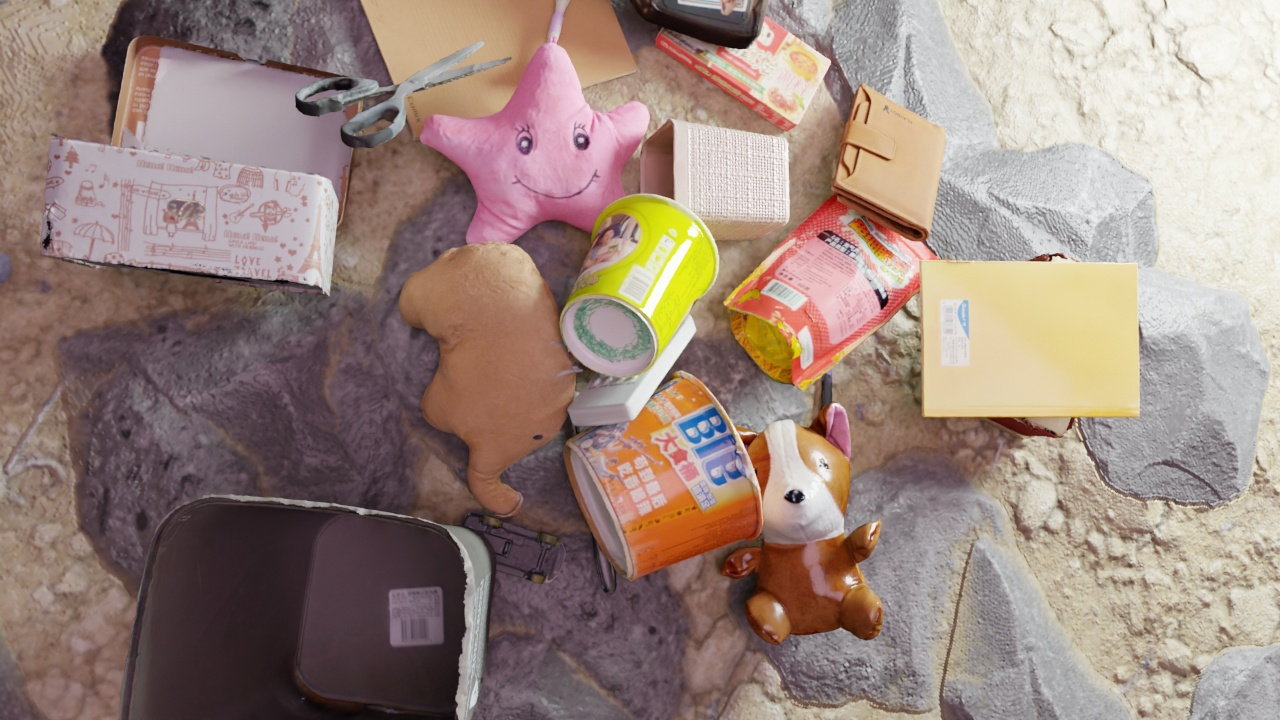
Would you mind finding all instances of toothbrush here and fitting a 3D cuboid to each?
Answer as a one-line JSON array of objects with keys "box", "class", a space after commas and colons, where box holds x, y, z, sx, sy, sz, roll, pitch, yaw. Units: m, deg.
[{"box": [0.174, 0.066, 0.854, 0.014, 0.017, 0.189, 6, 83, -22], "class": "toothbrush"}, {"box": [-0.042, 0.114, 0.794, 0.015, 0.018, 0.181, -11, 91, -21], "class": "toothbrush"}, {"box": [-0.061, -0.334, 0.806, 0.020, 0.029, 0.189, 7, 79, 26], "class": "toothbrush"}]

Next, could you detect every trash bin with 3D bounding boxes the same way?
[{"box": [-0.194, 0.192, 0.626, 0.198, 0.220, 0.199, 6, 84, 3], "class": "trash bin"}]

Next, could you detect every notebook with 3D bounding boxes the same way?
[{"box": [0.358, -0.020, 0.841, 0.206, 0.010, 0.146, 0, 88, -4], "class": "notebook"}, {"box": [-0.125, -0.292, 0.800, 0.211, 0.012, 0.149, -22, 92, -16], "class": "notebook"}]

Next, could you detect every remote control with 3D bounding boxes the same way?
[{"box": [-0.004, 0.004, 0.751, 0.149, 0.058, 0.021, -54, 129, -51], "class": "remote control"}]

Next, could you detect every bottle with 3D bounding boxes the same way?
[{"box": [0.016, -0.333, 0.795, 0.194, 0.044, 0.079, 14, 81, -13], "class": "bottle"}]

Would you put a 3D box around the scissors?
[{"box": [-0.176, -0.206, 0.700, 0.163, 0.014, 0.165, 0, 46, -9], "class": "scissors"}]

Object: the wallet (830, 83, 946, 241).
[{"box": [0.233, -0.186, 0.860, 0.108, 0.031, 0.131, 26, 60, -11], "class": "wallet"}]

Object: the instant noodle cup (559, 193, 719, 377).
[{"box": [-0.007, -0.053, 0.726, 0.111, 0.112, 0.123, 37, 44, -10], "class": "instant noodle cup"}]

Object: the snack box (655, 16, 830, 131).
[{"box": [0.095, -0.285, 0.850, 0.153, 0.025, 0.075, 30, 80, -11], "class": "snack box"}]

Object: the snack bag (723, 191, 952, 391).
[{"box": [0.179, -0.075, 0.842, 0.207, 0.073, 0.128, -42, 87, -20], "class": "snack bag"}]

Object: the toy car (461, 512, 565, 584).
[{"box": [-0.108, 0.155, 0.763, 0.090, 0.035, 0.042, 20, 83, -12], "class": "toy car"}]

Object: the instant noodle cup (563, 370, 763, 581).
[{"box": [0.012, 0.098, 0.737, 0.111, 0.151, 0.151, -24, 92, -16], "class": "instant noodle cup"}]

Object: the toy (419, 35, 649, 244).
[{"box": [-0.085, -0.177, 0.766, 0.194, 0.074, 0.178, -3, 102, -17], "class": "toy"}]

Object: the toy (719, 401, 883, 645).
[{"box": [0.134, 0.140, 0.790, 0.140, 0.130, 0.199, -6, 80, 7], "class": "toy"}]

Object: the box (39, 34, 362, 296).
[{"box": [-0.306, -0.148, 0.666, 0.180, 0.158, 0.205, 8, 84, -14], "class": "box"}]

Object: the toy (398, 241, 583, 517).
[{"box": [-0.115, 0.017, 0.740, 0.144, 0.082, 0.226, -12, 91, 26], "class": "toy"}]

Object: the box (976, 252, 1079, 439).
[{"box": [0.391, -0.013, 0.883, 0.091, 0.077, 0.168, 25, 81, -11], "class": "box"}]

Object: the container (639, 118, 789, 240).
[{"box": [0.065, -0.153, 0.803, 0.110, 0.090, 0.090, 0, 86, -18], "class": "container"}]
